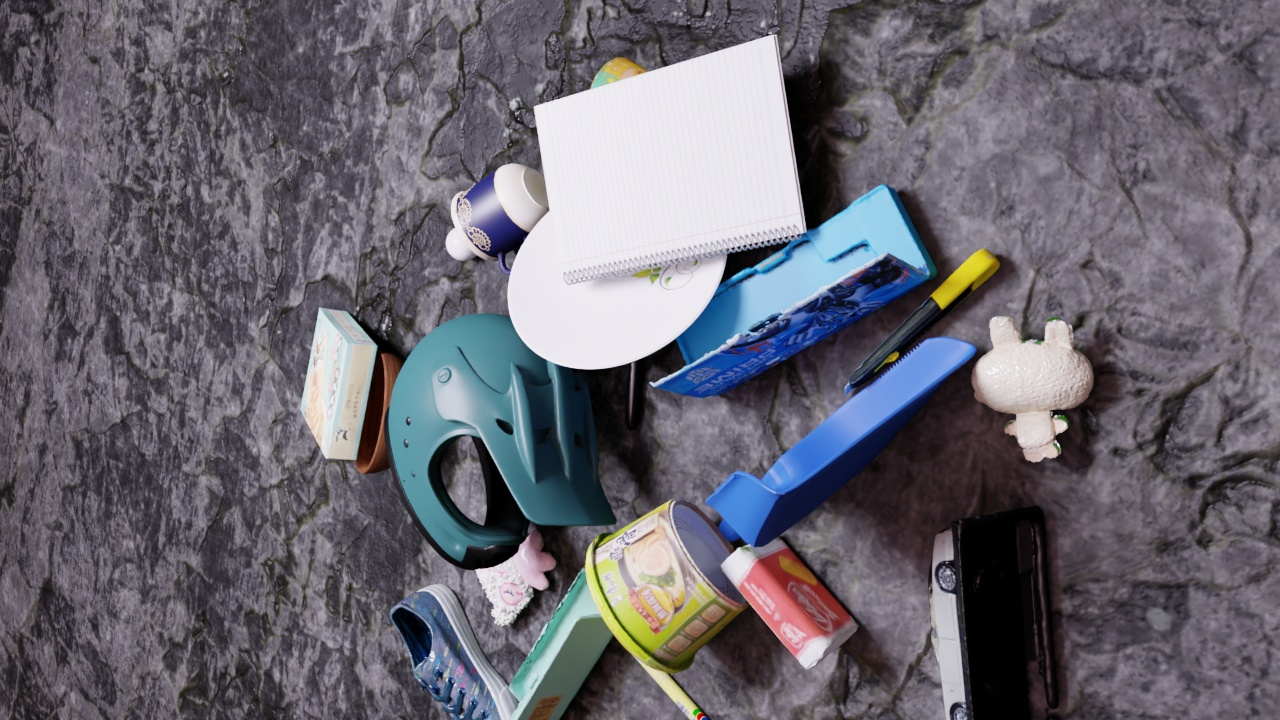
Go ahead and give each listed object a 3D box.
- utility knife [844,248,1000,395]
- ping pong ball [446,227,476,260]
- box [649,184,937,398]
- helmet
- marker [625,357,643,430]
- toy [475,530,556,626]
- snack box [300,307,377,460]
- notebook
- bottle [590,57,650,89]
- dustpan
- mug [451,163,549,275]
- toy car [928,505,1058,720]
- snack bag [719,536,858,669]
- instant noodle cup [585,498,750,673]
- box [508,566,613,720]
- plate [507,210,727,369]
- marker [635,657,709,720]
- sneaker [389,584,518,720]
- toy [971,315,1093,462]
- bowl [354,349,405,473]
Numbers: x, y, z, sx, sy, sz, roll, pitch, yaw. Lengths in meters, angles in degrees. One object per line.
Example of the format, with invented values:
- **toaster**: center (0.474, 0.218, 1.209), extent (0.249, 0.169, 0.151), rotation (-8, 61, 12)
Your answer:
- **utility knife**: center (0.230, -0.027, 0.772), extent (0.173, 0.028, 0.020), rotation (-47, 59, 27)
- **ping pong ball**: center (-0.205, -0.136, 1.066), extent (0.040, 0.040, 0.040), rotation (0, 90, 35)
- **box**: center (0.117, -0.054, 0.797), extent (0.244, 0.115, 0.094), rotation (-31, 74, 31)
- **helmet**: center (-0.140, 0.075, 0.930), extent (0.201, 0.176, 0.274), rotation (-39, 60, 30)
- **marker**: center (-0.006, 0.006, 0.943), extent (0.018, 0.015, 0.134), rotation (10, 96, 62)
- **toy**: center (-0.142, 0.235, 1.024), extent (0.109, 0.041, 0.095), rotation (-40, 67, 22)
- **snack box**: center (-0.376, 0.024, 1.140), extent (0.194, 0.044, 0.141), rotation (30, 109, 58)
- **notebook**: center (0.020, -0.177, 0.845), extent (0.246, 0.013, 0.178), rotation (-9, 90, 25)
- **bottle**: center (0.045, -0.216, 0.876), extent (0.210, 0.068, 0.068), rotation (37, 110, 24)
- **dustpan**: center (0.132, 0.098, 0.767), extent (0.059, 0.244, 0.258), rotation (47, 144, 20)
- **mug**: center (-0.138, -0.154, 0.995), extent (0.089, 0.085, 0.112), rotation (-26, 81, 29)
- **toy car**: center (0.268, 0.212, 0.722), extent (0.071, 0.094, 0.191), rotation (170, 95, -64)
- **snack bag**: center (0.132, 0.209, 0.809), extent (0.116, 0.076, 0.036), rotation (48, 116, 25)
- **instant noodle cup**: center (0.030, 0.201, 0.846), extent (0.098, 0.146, 0.146), rotation (-40, 68, 17)
- **box**: center (-0.094, 0.312, 0.957), extent (0.077, 0.092, 0.188), rotation (41, 112, 26)
- **plate**: center (-0.022, -0.087, 0.906), extent (0.230, 0.030, 0.229), rotation (-11, 58, 17)
- **marker**: center (0.023, 0.320, 0.922), extent (0.132, 0.014, 0.014), rotation (42, 112, 27)
- **sneaker**: center (-0.216, 0.368, 1.049), extent (0.088, 0.079, 0.235), rotation (-46, 66, 25)
- **toy**: center (0.302, 0.017, 0.708), extent (0.087, 0.050, 0.112), rotation (-6, 100, 29)
- **bowl**: center (-0.292, 0.064, 1.099), extent (0.148, 0.068, 0.147), rotation (-25, 61, 57)
